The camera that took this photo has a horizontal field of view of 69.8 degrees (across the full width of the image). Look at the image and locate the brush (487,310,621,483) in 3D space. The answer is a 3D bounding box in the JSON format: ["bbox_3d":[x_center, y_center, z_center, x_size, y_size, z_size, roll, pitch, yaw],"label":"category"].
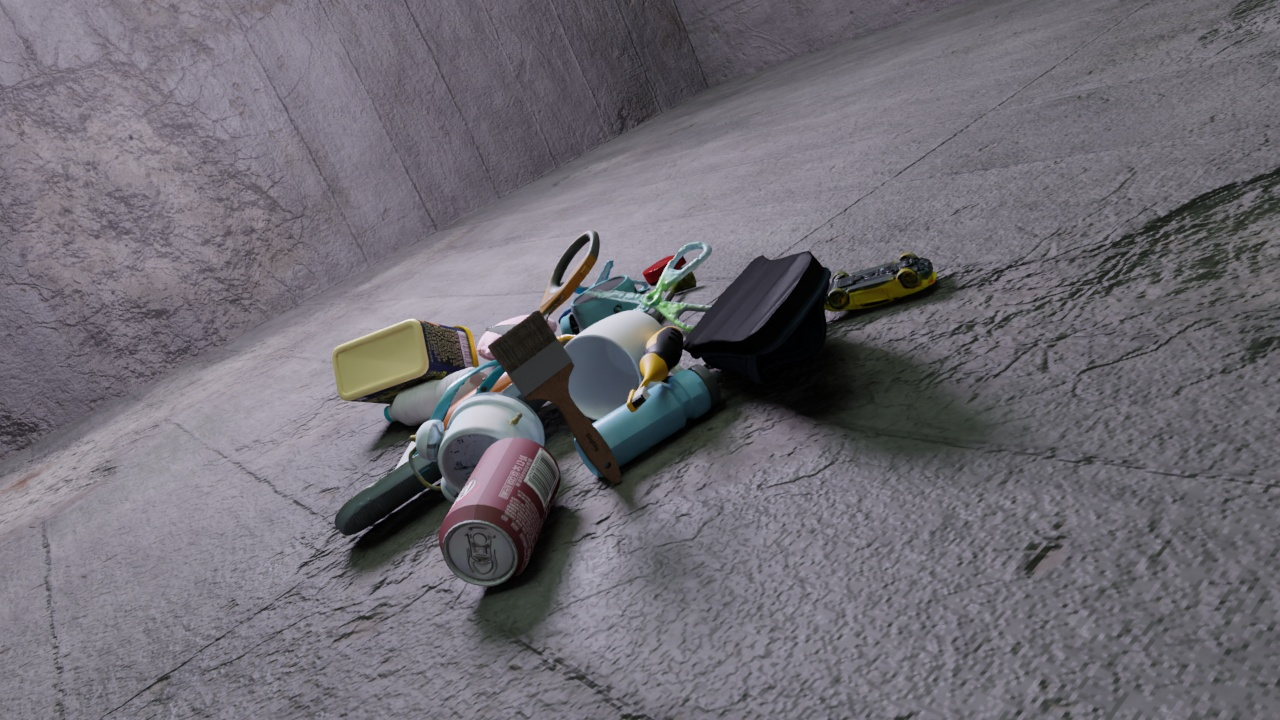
[{"bbox_3d":[-0.052,0.033,0.667,0.045,0.143,0.008,-39,20,-14],"label":"brush"}]

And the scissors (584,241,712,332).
[{"bbox_3d":[0.014,-0.067,0.970,0.172,0.024,0.165,13,72,30],"label":"scissors"}]

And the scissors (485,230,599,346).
[{"bbox_3d":[-0.094,-0.046,1.007,0.226,0.016,0.229,12,74,45],"label":"scissors"}]

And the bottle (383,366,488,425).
[{"bbox_3d":[-0.231,0.044,1.028,0.136,0.044,0.044,-17,20,26],"label":"bottle"}]

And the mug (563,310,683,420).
[{"bbox_3d":[-0.005,0.005,0.818,0.114,0.081,0.087,17,27,17],"label":"mug"}]

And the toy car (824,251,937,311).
[{"bbox_3d":[0.202,-0.065,0.796,0.107,0.030,0.049,-13,22,25],"label":"toy car"}]

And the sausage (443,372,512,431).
[{"bbox_3d":[-0.136,0.036,0.915,0.164,0.044,0.039,-32,-22,-7],"label":"sausage"}]

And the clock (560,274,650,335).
[{"bbox_3d":[-0.046,-0.056,1.058,0.124,0.053,0.089,-10,22,45],"label":"clock"}]

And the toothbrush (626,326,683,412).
[{"bbox_3d":[0.011,0.005,0.717,0.031,0.031,0.196,-33,8,18],"label":"toothbrush"}]

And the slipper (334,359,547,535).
[{"bbox_3d":[-0.167,0.061,0.839,0.268,0.054,0.098,-38,-14,-18],"label":"slipper"}]

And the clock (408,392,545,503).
[{"bbox_3d":[-0.136,0.077,0.758,0.118,0.083,0.057,-18,25,17],"label":"clock"}]

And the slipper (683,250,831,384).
[{"bbox_3d":[0.107,-0.025,0.742,0.109,0.083,0.265,-51,8,-3],"label":"slipper"}]

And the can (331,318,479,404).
[{"bbox_3d":[-0.278,0.004,1.084,0.135,0.075,0.104,-18,-12,20],"label":"can"}]

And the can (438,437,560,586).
[{"bbox_3d":[-0.098,0.106,0.654,0.063,0.063,0.114,-20,19,16],"label":"can"}]

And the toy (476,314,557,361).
[{"bbox_3d":[-0.154,-0.024,1.110,0.102,0.050,0.093,-18,16,9],"label":"toy"}]

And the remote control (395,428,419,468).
[{"bbox_3d":[-0.223,0.092,0.943,0.045,0.008,0.146,-22,18,8],"label":"remote control"}]

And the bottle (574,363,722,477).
[{"bbox_3d":[0.011,0.043,0.724,0.129,0.040,0.040,-31,19,-17],"label":"bottle"}]

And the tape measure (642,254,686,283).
[{"bbox_3d":[0.028,-0.117,1.189,0.051,0.019,0.059,-34,13,-20],"label":"tape measure"}]

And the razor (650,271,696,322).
[{"bbox_3d":[0.030,-0.069,1.050,0.043,0.026,0.105,-13,26,27],"label":"razor"}]

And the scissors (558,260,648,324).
[{"bbox_3d":[-0.056,-0.077,1.114,0.133,0.011,0.140,4,-35,-48],"label":"scissors"}]
